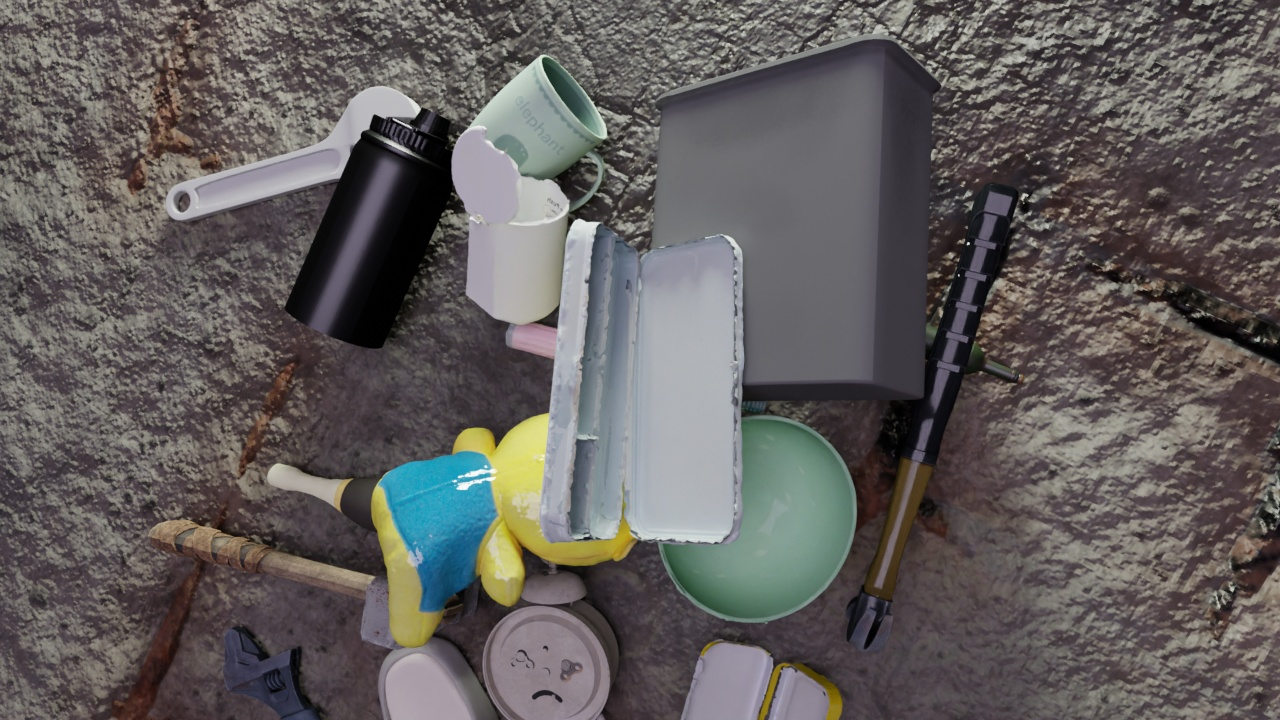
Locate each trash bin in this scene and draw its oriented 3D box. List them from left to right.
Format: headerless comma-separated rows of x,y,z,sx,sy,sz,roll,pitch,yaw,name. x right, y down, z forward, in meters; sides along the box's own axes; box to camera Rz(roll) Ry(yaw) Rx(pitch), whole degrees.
0.100,-0.086,0.642,0.192,0.097,0.219,-3,80,41,trash bin

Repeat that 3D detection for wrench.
-0.321,-0.183,0.840,0.274,0.018,0.086,-10,85,15,wrench
-0.277,0.337,0.796,0.073,0.022,0.273,-45,77,8,wrench

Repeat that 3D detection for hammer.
-0.290,0.177,0.778,0.319,0.121,0.049,7,88,23,hammer
0.199,0.043,0.633,0.025,0.117,0.333,17,93,12,hammer

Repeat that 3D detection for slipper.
-0.141,0.351,0.731,0.113,0.080,0.265,-30,80,8,slipper

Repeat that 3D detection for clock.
-0.066,0.217,0.730,0.103,0.061,0.157,1,95,15,clock

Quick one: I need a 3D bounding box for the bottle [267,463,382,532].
-0.238,0.120,0.786,0.185,0.045,0.045,13,90,15,bottle

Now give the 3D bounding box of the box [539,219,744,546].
0.018,0.016,0.590,0.127,0.106,0.215,3,84,17,box

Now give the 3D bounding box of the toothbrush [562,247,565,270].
-0.026,-0.042,0.739,0.016,0.017,0.190,-38,68,-7,toothbrush

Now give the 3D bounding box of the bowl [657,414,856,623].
0.075,0.109,0.678,0.150,0.077,0.151,-1,95,-14,bowl

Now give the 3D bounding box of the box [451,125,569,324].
-0.096,-0.106,0.703,0.083,0.092,0.166,41,136,32,box

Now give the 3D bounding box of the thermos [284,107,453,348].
-0.217,-0.118,0.768,0.086,0.086,0.199,27,97,14,thermos

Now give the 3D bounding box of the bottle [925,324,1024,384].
0.232,-0.006,0.682,0.106,0.025,0.025,24,93,15,bottle

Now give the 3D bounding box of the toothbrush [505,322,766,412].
-0.004,0.004,0.741,0.223,0.027,0.026,15,74,14,toothbrush

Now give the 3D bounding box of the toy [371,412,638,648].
-0.091,0.105,0.674,0.213,0.084,0.148,-15,53,-10,toy

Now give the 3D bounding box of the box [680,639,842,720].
0.074,0.323,0.692,0.117,0.057,0.210,17,92,16,box

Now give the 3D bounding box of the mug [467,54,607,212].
-0.083,-0.171,0.751,0.104,0.084,0.111,-35,107,20,mug
